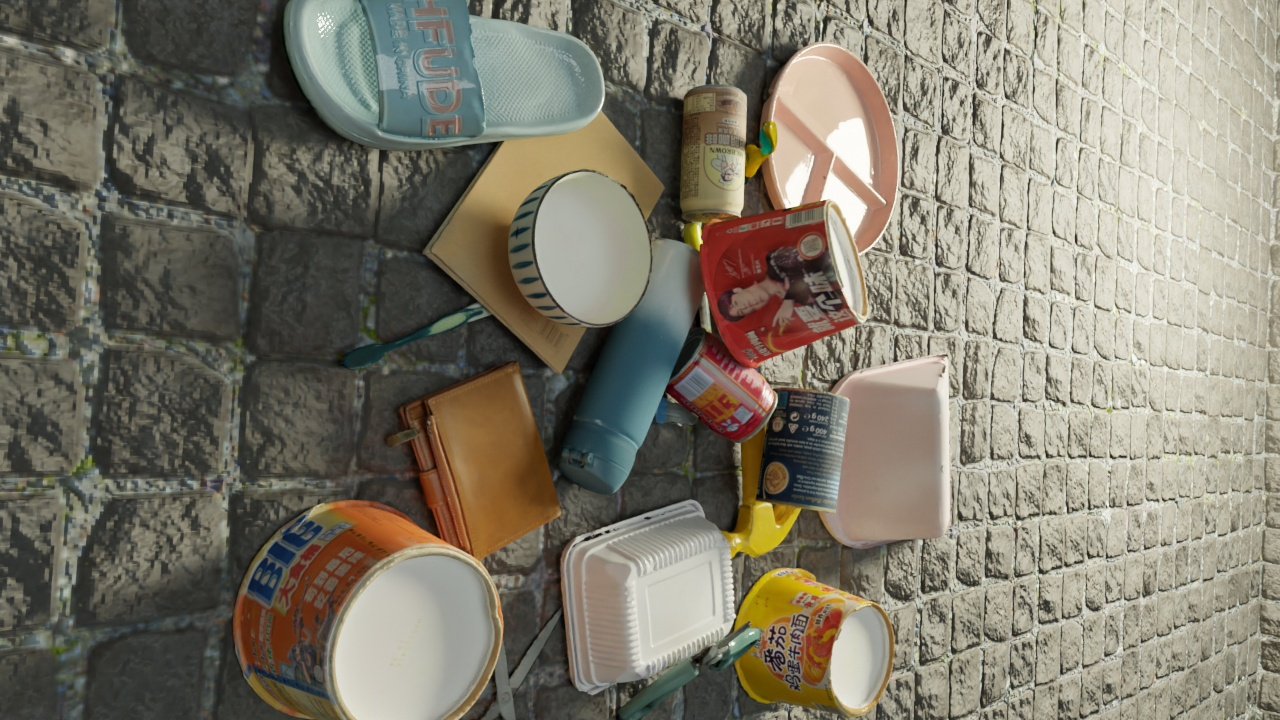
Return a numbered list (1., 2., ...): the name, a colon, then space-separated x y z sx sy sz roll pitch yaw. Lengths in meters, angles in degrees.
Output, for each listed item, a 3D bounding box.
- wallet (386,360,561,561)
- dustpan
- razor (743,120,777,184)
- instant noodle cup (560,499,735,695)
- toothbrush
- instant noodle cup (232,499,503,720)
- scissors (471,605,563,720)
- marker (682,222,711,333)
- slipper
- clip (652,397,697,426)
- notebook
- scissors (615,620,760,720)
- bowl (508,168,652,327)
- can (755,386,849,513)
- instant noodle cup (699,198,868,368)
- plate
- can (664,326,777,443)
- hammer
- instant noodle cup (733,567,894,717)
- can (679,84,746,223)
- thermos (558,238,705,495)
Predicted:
1. wallet: -0.121 0.079 0.689 0.118 0.035 0.131 -23 104 -40
2. dustpan: 0.291 0.105 1.081 0.273 0.139 0.222 -2 91 -70
3. razor: 0.109 -0.197 0.842 0.028 0.132 0.043 7 87 -3
4. instant noodle cup: 0.017 0.205 0.798 0.173 0.060 0.138 -10 98 -45
5. toothbrush: -0.140 -0.031 0.685 0.191 0.018 0.016 -28 107 -41
6. instant noodle cup: -0.169 0.171 0.595 0.151 0.112 0.151 -1 91 -42
7. scissors: -0.104 0.271 0.722 0.179 0.014 0.159 -48 120 -33
8. marker: 0.055 -0.067 0.861 0.018 0.015 0.124 -18 105 -40
9. slipper: -0.123 -0.204 0.646 0.244 0.074 0.104 -7 91 -36
10. clip: 0.028 0.047 0.837 0.058 0.039 0.026 14 79 -40
11. notebook: -0.066 -0.116 0.740 0.149 0.012 0.211 45 58 -32
12. scissors: 0.038 0.268 0.780 0.179 0.019 0.173 -31 159 -4
13. bowl: -0.054 -0.081 0.695 0.116 0.066 0.116 3 85 -43
14. can: 0.154 0.084 0.866 0.075 0.075 0.111 16 80 -41
15. instant noodle cup: 0.127 -0.071 0.789 0.138 0.109 0.137 39 43 -50
16. plate: 0.203 -0.221 0.984 0.229 0.028 0.229 0 90 -41
17. can: 0.069 0.024 0.823 0.094 0.067 0.066 39 64 -15
18. hammer: 0.109 0.042 0.899 0.128 0.033 0.301 -7 96 -42
19. instant noodle cup: 0.177 0.283 0.911 0.137 0.110 0.138 1 89 -42
20. can: 0.066 -0.187 0.839 0.058 0.059 0.116 3 89 -42
21. thermos: -0.005 0.005 0.776 0.070 0.070 0.220 36 68 -36
